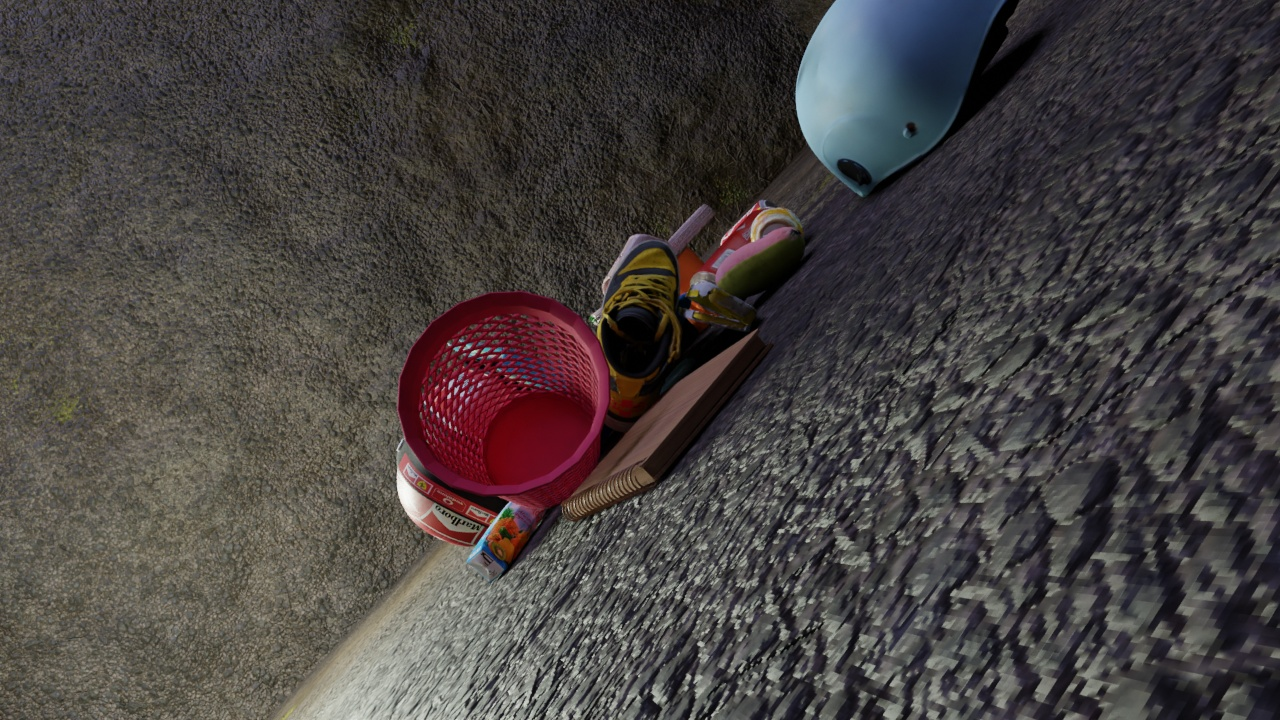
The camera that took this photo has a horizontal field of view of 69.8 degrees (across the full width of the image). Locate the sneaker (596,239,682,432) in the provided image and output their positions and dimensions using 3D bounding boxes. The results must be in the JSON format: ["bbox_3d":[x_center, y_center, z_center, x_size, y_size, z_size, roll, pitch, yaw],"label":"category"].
[{"bbox_3d":[0.001,-0.053,0.970,0.122,0.086,0.238,103,176,-62],"label":"sneaker"}]

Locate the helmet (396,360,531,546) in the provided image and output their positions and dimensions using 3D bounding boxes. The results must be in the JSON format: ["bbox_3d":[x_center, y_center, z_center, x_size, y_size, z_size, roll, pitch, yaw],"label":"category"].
[{"bbox_3d":[-0.209,0.127,1.184,0.224,0.197,0.271,-62,14,-2],"label":"helmet"}]

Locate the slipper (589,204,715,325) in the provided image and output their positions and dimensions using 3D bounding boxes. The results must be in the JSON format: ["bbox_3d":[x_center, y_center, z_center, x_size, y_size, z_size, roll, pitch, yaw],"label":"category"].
[{"bbox_3d":[0.005,-0.143,1.269,0.239,0.064,0.094,-46,3,-16],"label":"slipper"}]

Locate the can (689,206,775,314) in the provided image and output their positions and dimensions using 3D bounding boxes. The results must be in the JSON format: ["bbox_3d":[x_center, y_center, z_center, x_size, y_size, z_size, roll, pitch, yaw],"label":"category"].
[{"bbox_3d":[0.134,-0.133,1.207,0.169,0.067,0.067,-49,5,-31],"label":"can"}]

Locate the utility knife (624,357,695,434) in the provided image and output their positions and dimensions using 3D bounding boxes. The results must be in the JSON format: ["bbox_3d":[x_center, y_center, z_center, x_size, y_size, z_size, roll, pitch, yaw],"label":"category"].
[{"bbox_3d":[0.018,0.041,1.041,0.120,0.015,0.022,-47,2,16],"label":"utility knife"}]

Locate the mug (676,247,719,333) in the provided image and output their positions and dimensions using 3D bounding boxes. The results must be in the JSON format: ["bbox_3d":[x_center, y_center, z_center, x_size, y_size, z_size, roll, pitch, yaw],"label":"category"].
[{"bbox_3d":[0.070,-0.093,1.264,0.078,0.096,0.112,-45,4,18],"label":"mug"}]

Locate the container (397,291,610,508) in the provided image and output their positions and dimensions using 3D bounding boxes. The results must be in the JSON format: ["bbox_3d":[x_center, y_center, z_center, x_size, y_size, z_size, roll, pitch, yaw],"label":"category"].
[{"bbox_3d":[-0.112,0.062,0.891,0.183,0.183,0.226,-47,-15,-12],"label":"container"}]

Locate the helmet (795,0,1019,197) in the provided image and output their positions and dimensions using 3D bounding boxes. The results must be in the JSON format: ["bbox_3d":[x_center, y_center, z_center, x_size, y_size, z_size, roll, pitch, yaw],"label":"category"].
[{"bbox_3d":[0.252,-0.296,0.943,0.225,0.167,0.266,-57,-3,-17],"label":"helmet"}]

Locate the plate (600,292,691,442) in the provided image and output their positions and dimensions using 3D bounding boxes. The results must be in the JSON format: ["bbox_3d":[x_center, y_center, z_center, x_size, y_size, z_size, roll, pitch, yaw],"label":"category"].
[{"bbox_3d":[-0.007,0.007,1.135,0.224,0.024,0.224,-55,-9,-13],"label":"plate"}]

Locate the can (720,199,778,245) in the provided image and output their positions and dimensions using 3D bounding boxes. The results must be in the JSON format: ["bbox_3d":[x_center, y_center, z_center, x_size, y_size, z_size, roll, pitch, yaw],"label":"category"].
[{"bbox_3d":[0.173,-0.190,1.402,0.105,0.064,0.064,-44,4,30],"label":"can"}]

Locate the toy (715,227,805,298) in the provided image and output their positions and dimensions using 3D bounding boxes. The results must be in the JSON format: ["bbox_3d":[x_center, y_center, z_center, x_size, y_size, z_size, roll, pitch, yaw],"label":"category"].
[{"bbox_3d":[0.134,-0.106,1.006,0.110,0.051,0.089,-31,-14,29],"label":"toy"}]

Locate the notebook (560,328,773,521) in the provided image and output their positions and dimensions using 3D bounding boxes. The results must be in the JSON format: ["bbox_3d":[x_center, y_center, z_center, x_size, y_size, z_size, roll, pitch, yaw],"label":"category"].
[{"bbox_3d":[0.014,0.063,0.796,0.168,0.022,0.211,-47,4,-27],"label":"notebook"}]

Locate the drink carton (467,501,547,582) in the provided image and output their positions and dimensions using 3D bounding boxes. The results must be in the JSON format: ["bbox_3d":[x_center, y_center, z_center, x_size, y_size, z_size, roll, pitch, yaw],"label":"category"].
[{"bbox_3d":[-0.146,0.192,1.033,0.039,0.044,0.128,-44,6,32],"label":"drink carton"}]

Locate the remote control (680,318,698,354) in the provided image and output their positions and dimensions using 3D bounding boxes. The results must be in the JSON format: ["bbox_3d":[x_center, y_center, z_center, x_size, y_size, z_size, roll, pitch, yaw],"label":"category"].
[{"bbox_3d":[0.015,0.003,1.251,0.152,0.041,0.020,-46,29,-2],"label":"remote control"}]

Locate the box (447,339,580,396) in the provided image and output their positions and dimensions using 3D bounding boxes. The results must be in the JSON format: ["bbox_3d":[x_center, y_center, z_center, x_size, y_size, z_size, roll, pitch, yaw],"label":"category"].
[{"bbox_3d":[-0.138,0.013,1.121,0.227,0.182,0.039,45,-120,-78],"label":"box"}]

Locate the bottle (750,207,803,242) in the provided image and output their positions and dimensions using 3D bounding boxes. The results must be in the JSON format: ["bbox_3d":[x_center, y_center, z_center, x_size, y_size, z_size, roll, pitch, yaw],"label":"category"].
[{"bbox_3d":[0.167,-0.157,1.127,0.063,0.063,0.108,-45,4,15],"label":"bottle"}]

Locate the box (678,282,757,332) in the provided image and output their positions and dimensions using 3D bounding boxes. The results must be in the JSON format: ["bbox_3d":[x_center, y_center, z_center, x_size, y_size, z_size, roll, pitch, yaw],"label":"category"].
[{"bbox_3d":[0.079,-0.051,0.984,0.210,0.066,0.044,-109,45,-86],"label":"box"}]
